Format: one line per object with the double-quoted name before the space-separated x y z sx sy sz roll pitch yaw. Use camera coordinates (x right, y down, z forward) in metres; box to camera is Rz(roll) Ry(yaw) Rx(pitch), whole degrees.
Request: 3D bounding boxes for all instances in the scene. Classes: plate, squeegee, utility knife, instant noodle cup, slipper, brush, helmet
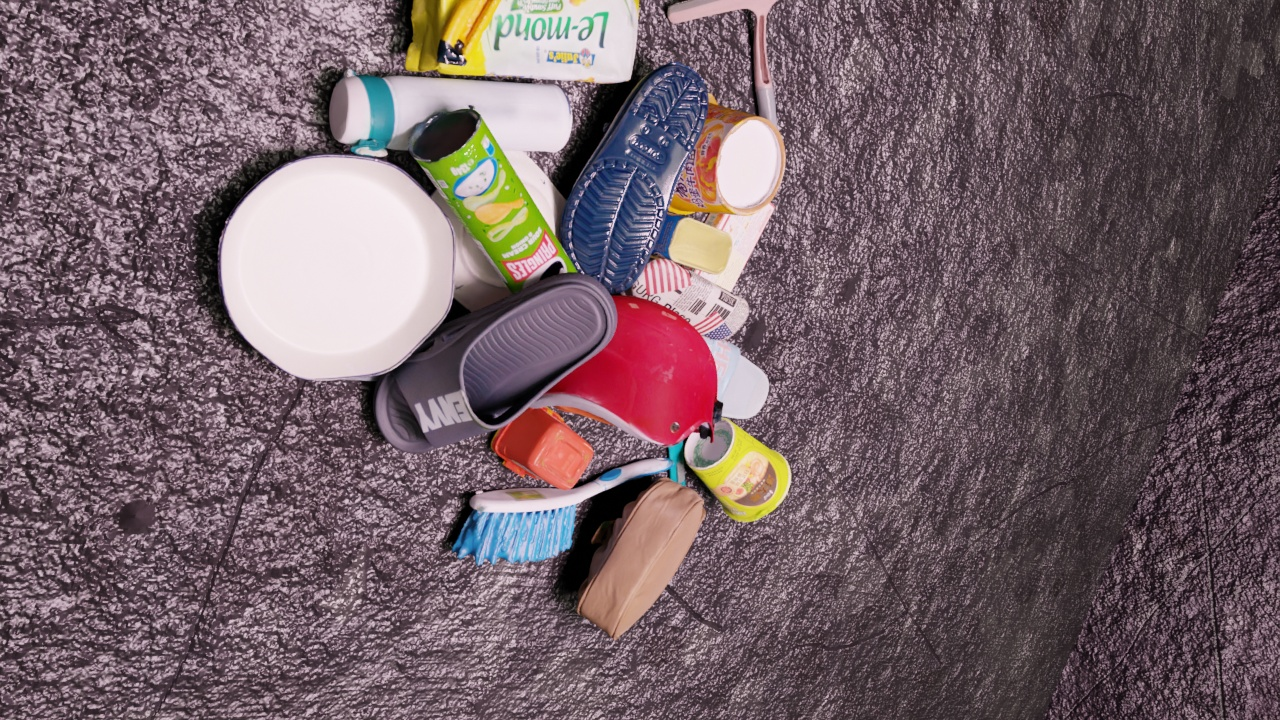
"plate" -0.142 -0.130 0.939 0.163 0.034 0.164 -56 133 -10
"squeegee" 0.151 -0.336 1.108 0.247 0.040 0.250 -21 126 -15
"utility knife" 0.052 0.162 1.235 0.029 0.013 0.183 -22 120 -34
"plate" -0.269 -0.084 0.823 0.204 0.045 0.205 -10 110 -28
"instant noodle cup" 0.122 0.139 1.225 0.123 0.112 0.111 42 78 -38
"slipper" -0.146 0.009 0.865 0.268 0.083 0.111 -29 108 11
"instant noodle cup" 0.089 -0.228 1.048 0.137 0.110 0.138 -15 115 -35
"brush" -0.078 0.174 1.105 0.313 0.061 0.109 4 101 -44
"slipper" 0.094 0.022 1.176 0.245 0.074 0.104 25 90 -45
"slipper" -0.013 -0.198 0.986 0.105 0.095 0.253 23 99 -12
"helmet" -0.006 0.006 0.999 0.239 0.207 0.144 14 89 -67
"utility knife" -0.120 -0.340 0.793 0.033 0.015 0.202 32 83 -45

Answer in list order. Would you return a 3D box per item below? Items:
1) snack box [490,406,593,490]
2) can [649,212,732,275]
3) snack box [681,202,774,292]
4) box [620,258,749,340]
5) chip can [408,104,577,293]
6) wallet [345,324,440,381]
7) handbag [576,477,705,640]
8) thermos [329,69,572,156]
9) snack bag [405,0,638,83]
"snack box" -0.107 0.099 1.027 0.082 0.080 0.091 -56 133 -8
"can" 0.044 -0.139 1.061 0.102 0.083 0.057 12 98 -43
"snack box" 0.106 -0.145 1.152 0.077 0.027 0.155 31 86 -44
"box" 0.052 -0.076 1.062 0.162 0.087 0.075 26 46 -35
"chip can" -0.126 -0.126 0.860 0.072 0.072 0.236 -49 139 -15
"wallet" -0.253 -0.026 0.896 0.120 0.019 0.097 5 104 -39
"handbag" -0.001 0.237 1.140 0.205 0.100 0.147 -59 163 11
"thermos" -0.173 -0.225 0.850 0.223 0.073 0.073 -10 113 -38
"snack bag" -0.105 -0.347 0.861 0.245 0.068 0.158 -10 111 -37
